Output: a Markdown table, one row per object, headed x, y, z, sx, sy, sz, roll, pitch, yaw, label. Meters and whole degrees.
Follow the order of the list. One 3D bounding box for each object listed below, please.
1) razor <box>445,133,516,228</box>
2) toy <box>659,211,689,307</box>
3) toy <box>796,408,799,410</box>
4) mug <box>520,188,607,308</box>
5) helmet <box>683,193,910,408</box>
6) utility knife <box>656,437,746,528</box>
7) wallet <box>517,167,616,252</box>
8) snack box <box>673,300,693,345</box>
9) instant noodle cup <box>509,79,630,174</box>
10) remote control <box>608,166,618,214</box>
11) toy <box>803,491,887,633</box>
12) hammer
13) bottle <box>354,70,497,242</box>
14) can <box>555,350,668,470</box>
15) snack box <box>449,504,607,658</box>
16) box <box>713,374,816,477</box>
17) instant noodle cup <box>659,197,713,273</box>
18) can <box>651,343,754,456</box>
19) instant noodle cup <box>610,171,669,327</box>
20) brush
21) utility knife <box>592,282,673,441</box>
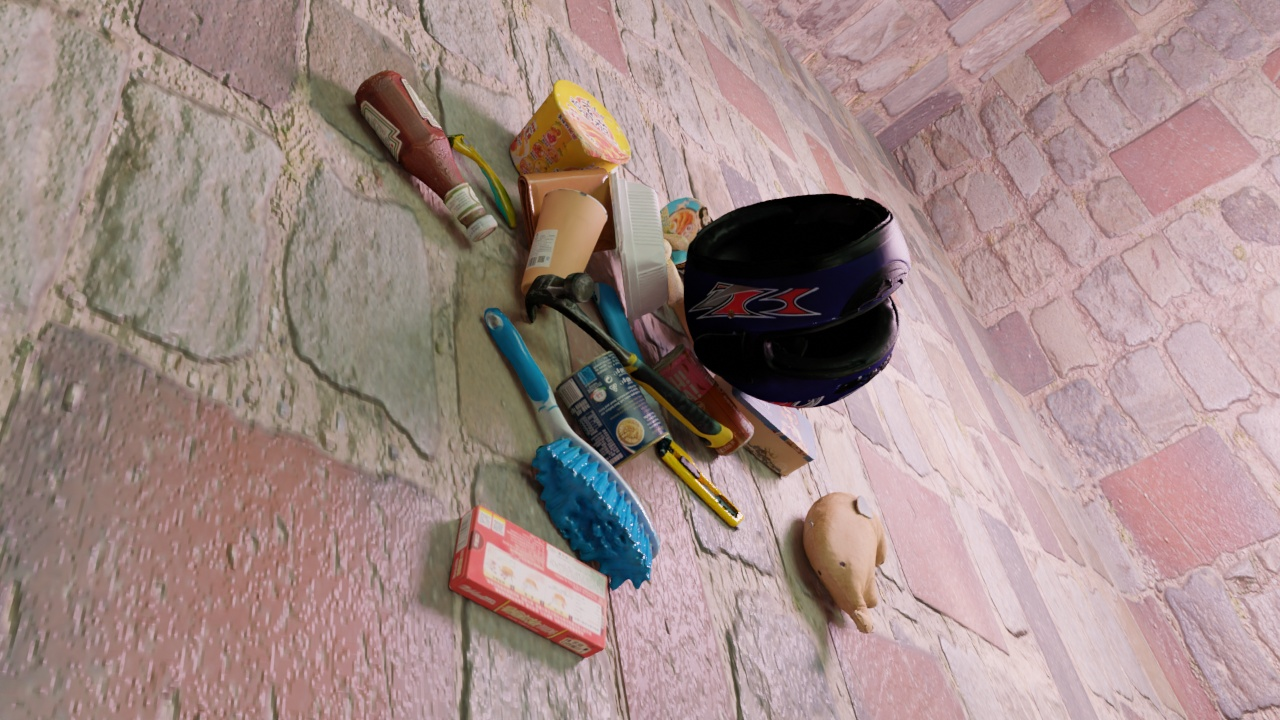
| x | y | z | sx | sy | sz | roll | pitch | yaw | label |
| --- | --- | --- | --- | --- | --- | --- | --- | --- | --- |
| -0.187 | -0.217 | 1.106 | 0.132 | 0.028 | 0.043 | 55 | 24 | -1 | razor |
| 0.021 | -0.146 | 1.314 | 0.105 | 0.066 | 0.157 | -11 | 64 | -13 | toy |
| 0.206 | -0.031 | 1.397 | 0.130 | 0.140 | 0.199 | -8 | 57 | -28 | toy |
| -0.092 | -0.126 | 1.056 | 0.078 | 0.078 | 0.122 | 33 | 61 | -33 | mug |
| 0.199 | -0.060 | 1.124 | 0.246 | 0.316 | 0.240 | -34 | 115 | -23 | helmet |
| 0.075 | 0.147 | 1.096 | 0.164 | 0.015 | 0.033 | 45 | 38 | -16 | utility knife |
| -0.089 | -0.182 | 1.142 | 0.131 | 0.031 | 0.108 | -15 | 101 | -41 | wallet |
| 0.115 | -0.062 | 1.334 | 0.094 | 0.077 | 0.092 | 3 | 56 | -55 | snack box |
| -0.100 | -0.285 | 1.225 | 0.138 | 0.110 | 0.137 | 38 | 31 | -28 | instant noodle cup |
| -0.055 | -0.245 | 1.306 | 0.019 | 0.056 | 0.135 | 33 | 33 | -34 | remote control |
| 0.266 | 0.260 | 1.194 | 0.143 | 0.083 | 0.225 | 41 | 31 | -5 | toy |
| -0.007 | 0.007 | 1.047 | 0.323 | 0.126 | 0.031 | 41 | 65 | -33 | hammer |
| -0.230 | -0.221 | 1.004 | 0.206 | 0.060 | 0.059 | 53 | 28 | 0 | bottle |
| -0.031 | 0.053 | 0.978 | 0.111 | 0.075 | 0.075 | 56 | 28 | 6 | can |
| -0.091 | 0.190 | 0.784 | 0.153 | 0.026 | 0.075 | 36 | 33 | -29 | snack box |
| 0.163 | 0.077 | 1.267 | 0.184 | 0.062 | 0.089 | 41 | 29 | -26 | box |
| 0.088 | -0.172 | 1.399 | 0.120 | 0.111 | 0.111 | 31 | 35 | -49 | instant noodle cup |
| 0.080 | 0.051 | 1.170 | 0.147 | 0.058 | 0.057 | 50 | 28 | -6 | can |
| 0.000 | -0.146 | 1.187 | 0.138 | 0.060 | 0.173 | 84 | -2 | -54 | instant noodle cup |
| -0.081 | 0.079 | 0.905 | 0.314 | 0.061 | 0.109 | 52 | 22 | 4 | brush |
| -0.007 | 0.007 | 1.131 | 0.034 | 0.018 | 0.236 | -5 | 64 | -45 | utility knife |
